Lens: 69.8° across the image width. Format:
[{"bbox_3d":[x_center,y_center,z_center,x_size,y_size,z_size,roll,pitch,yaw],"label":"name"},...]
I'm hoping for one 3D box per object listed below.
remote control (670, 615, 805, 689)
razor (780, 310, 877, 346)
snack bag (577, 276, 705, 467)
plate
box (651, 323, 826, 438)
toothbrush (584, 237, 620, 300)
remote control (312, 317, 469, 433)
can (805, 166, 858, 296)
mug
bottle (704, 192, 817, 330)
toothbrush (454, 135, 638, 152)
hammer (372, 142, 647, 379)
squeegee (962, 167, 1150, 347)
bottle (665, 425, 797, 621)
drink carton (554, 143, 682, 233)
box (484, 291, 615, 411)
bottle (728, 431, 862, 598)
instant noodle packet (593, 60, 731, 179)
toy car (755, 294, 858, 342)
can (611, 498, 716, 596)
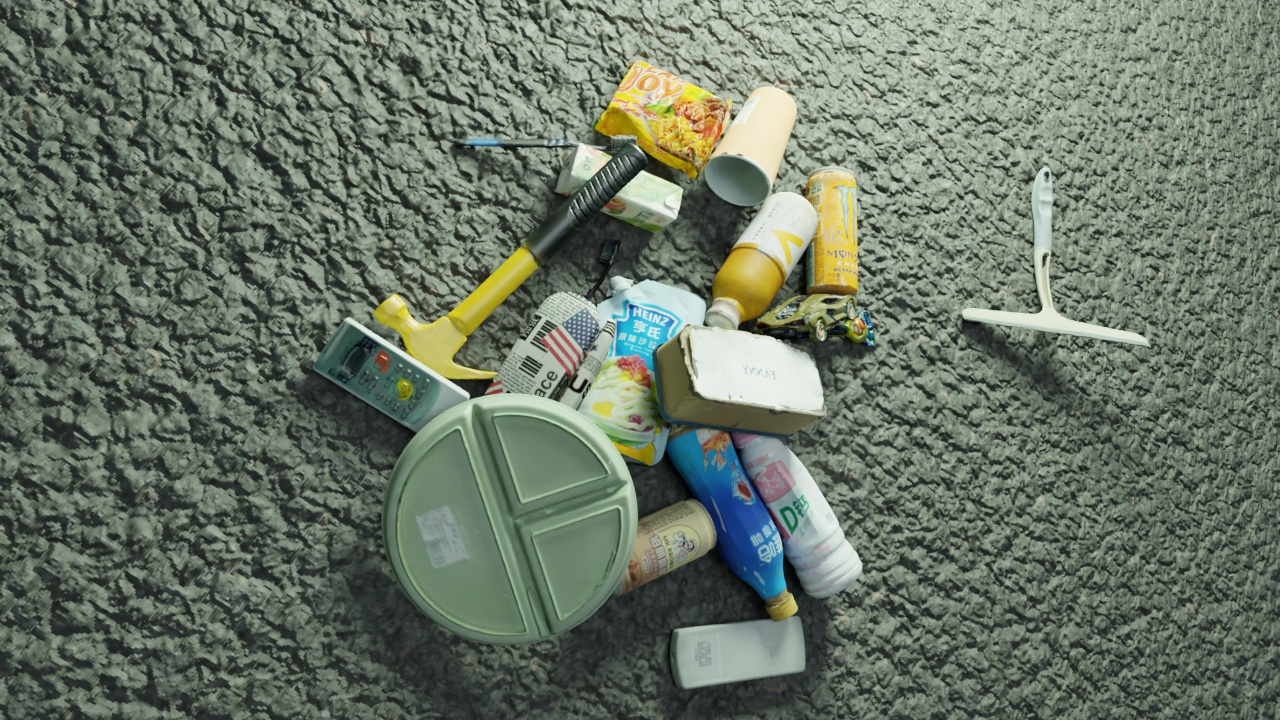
[{"bbox_3d":[0.100,0.294,0.930,0.149,0.021,0.058,1,79,-24],"label":"remote control"},{"bbox_3d":[0.214,-0.032,1.050,0.142,0.022,0.042,-7,80,-25],"label":"razor"},{"bbox_3d":[-0.006,0.005,0.931,0.110,0.039,0.190,16,73,3],"label":"snack bag"},{"bbox_3d":[-0.115,0.144,0.816,0.230,0.027,0.230,0,92,-6],"label":"plate"},{"bbox_3d":[0.094,0.021,0.906,0.184,0.063,0.089,10,59,-28],"label":"box"},{"bbox_3d":[-0.063,-0.048,0.934,0.018,0.014,0.188,27,69,-6],"label":"toothbrush"},{"bbox_3d":[-0.223,0.020,0.831,0.135,0.019,0.056,35,95,-14],"label":"remote control"},{"bbox_3d":[0.220,-0.144,1.056,0.058,0.058,0.146,7,76,-23],"label":"can"},{"bbox_3d":[0.128,-0.245,1.031,0.078,0.078,0.122,33,63,-15],"label":"mug"},{"bbox_3d":[0.128,-0.103,0.991,0.068,0.068,0.189,41,59,-11],"label":"bottle"},{"bbox_3d":[-0.094,-0.224,0.938,0.189,0.016,0.014,-2,42,-13],"label":"toothbrush"},{"bbox_3d":[-0.105,-0.100,0.881,0.300,0.033,0.129,-46,106,-11],"label":"hammer"},{"bbox_3d":[0.532,-0.141,1.208,0.246,0.039,0.246,8,69,-5],"label":"squeegee"},{"bbox_3d":[0.098,0.163,0.933,0.065,0.065,0.218,-27,92,-27],"label":"bottle"},{"bbox_3d":[-0.022,-0.179,0.957,0.122,0.054,0.045,19,71,-21],"label":"drink carton"},{"bbox_3d":[-0.089,0.015,0.865,0.086,0.075,0.162,34,84,-6],"label":"box"},{"bbox_3d":[0.158,0.149,0.961,0.068,0.068,0.197,-30,91,-26],"label":"bottle"},{"bbox_3d":[0.026,-0.265,0.989,0.128,0.044,0.110,26,65,4],"label":"instant noodle packet"},{"bbox_3d":[0.181,-0.049,0.990,0.157,0.070,0.042,-25,108,-53],"label":"toy car"},{"bbox_3d":[0.012,0.181,0.893,0.116,0.059,0.058,-20,88,-26],"label":"can"}]
